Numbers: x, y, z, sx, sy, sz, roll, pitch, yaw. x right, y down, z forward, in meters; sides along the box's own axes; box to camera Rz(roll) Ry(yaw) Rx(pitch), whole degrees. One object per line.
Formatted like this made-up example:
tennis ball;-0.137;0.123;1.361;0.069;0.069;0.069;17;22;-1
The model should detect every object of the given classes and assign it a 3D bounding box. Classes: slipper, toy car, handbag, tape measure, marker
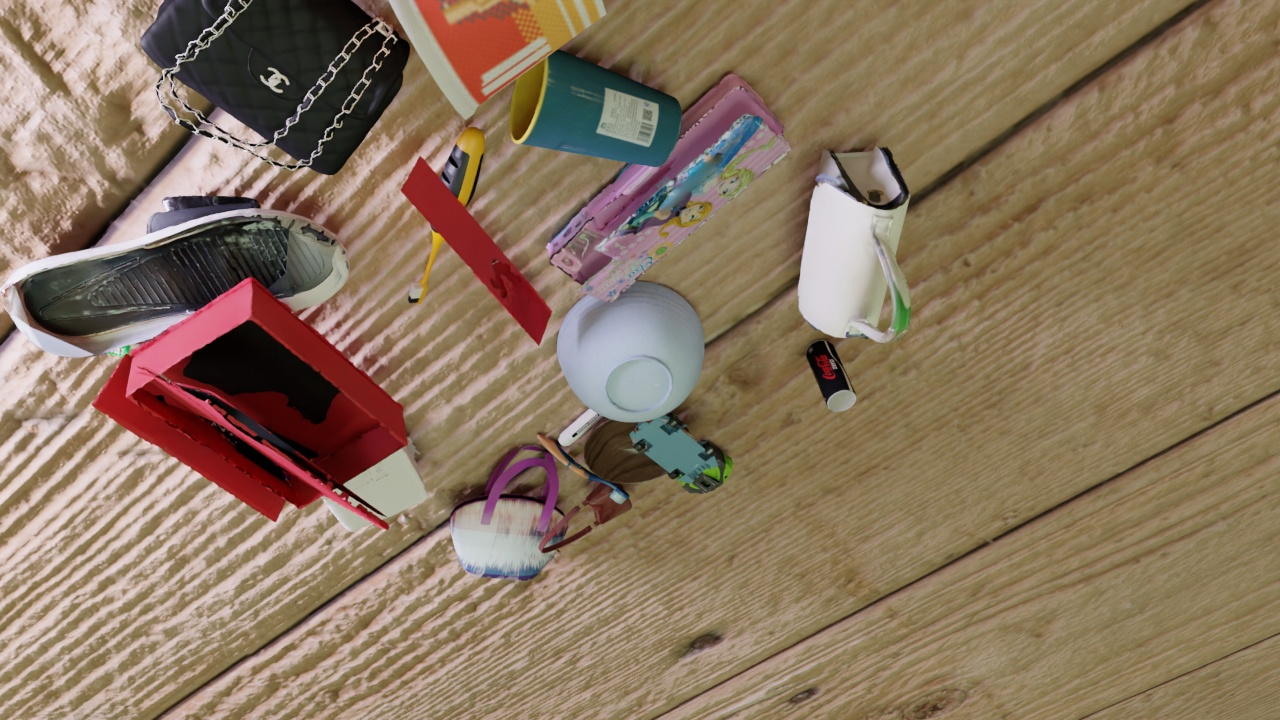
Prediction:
slipper;-0.380;-0.076;0.763;0.263;0.063;0.111;-17;133;-7
toy car;0.034;0.088;0.986;0.060;0.027;0.107;-36;125;21
handbag;0.187;-0.084;0.800;0.074;0.175;0.151;-4;134;-6
tape measure;0.075;0.130;1.074;0.058;0.035;0.066;25;123;-31
handbag;-0.068;0.186;1.071;0.119;0.029;0.055;-35;130;-13
handbag;-0.247;-0.211;0.636;0.125;0.114;0.153;-40;124;20
marker;-0.043;0.051;0.989;0.020;0.017;0.134;42;116;-15
handbag;-0.142;0.171;1.058;0.144;0.068;0.170;10;123;-20

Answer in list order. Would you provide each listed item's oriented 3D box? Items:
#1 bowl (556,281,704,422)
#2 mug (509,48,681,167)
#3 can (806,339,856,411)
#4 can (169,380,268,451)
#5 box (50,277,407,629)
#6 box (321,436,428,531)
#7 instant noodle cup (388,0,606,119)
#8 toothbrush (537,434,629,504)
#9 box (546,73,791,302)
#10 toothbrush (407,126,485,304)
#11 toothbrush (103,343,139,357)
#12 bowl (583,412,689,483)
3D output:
bowl;-0.005;0.005;0.899;0.150;0.074;0.151;-4;125;-6
mug;-0.033;-0.195;0.724;0.121;0.078;0.078;9;130;-25
can;0.199;0.015;0.961;0.031;0.080;0.032;-6;133;-6
can;-0.404;0.053;0.882;0.105;0.067;0.068;20;126;-27
box;-0.399;0.143;0.769;0.424;0.128;0.213;-52;137;-15
box;-0.293;0.101;0.973;0.102;0.101;0.108;-26;141;-12
instant noodle cup;-0.099;-0.252;0.631;0.121;0.123;0.123;-28;132;4
toothbrush;-0.066;0.123;1.035;0.135;0.021;0.017;37;94;-22
box;0.025;-0.135;0.797;0.231;0.063;0.084;-39;129;23
toothbrush;-0.170;-0.120;0.797;0.030;0.031;0.197;-10;144;-38
toothbrush;-0.413;0.000;0.867;0.186;0.016;0.015;12;129;-21
bowl;-0.006;0.086;1.019;0.119;0.032;0.119;-6;133;-6
